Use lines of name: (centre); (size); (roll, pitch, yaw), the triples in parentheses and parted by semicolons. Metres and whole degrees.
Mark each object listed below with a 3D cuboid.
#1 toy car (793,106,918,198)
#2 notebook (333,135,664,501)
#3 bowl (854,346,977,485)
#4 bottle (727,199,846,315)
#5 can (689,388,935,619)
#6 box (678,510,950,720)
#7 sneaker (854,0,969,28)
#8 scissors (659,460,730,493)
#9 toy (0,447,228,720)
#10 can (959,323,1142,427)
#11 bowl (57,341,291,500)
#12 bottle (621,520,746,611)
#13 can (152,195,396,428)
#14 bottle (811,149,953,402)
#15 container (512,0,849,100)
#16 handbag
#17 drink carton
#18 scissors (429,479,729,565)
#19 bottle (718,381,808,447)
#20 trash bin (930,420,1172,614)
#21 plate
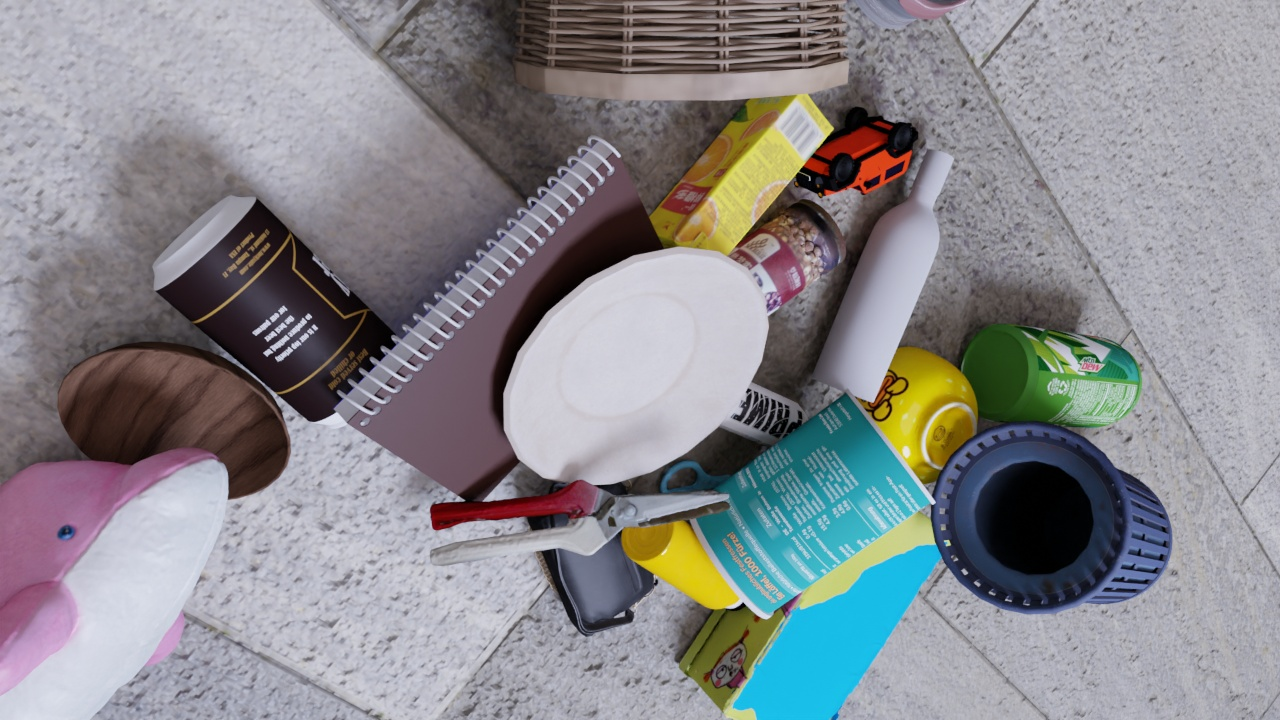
toy car: (0.154, -0.146, 0.667); (0.100, 0.051, 0.049); (-30, 133, -23)
notebook: (-0.068, -0.014, 0.566); (0.209, 0.022, 0.171); (-47, 151, -8)
bowl: (0.231, 0.052, 0.755); (0.117, 0.068, 0.117); (-7, 107, -25)
bottle: (0.090, -0.065, 0.658); (0.105, 0.056, 0.056); (-36, 117, -13)
can: (0.121, 0.103, 0.660); (0.144, 0.099, 0.099); (-37, 119, 9)
box: (0.144, 0.198, 0.752); (0.124, 0.079, 0.221); (33, 91, -31)
sneaker: (0.146, -0.315, 0.594); (0.236, 0.089, 0.099); (37, 86, -30)
scissors: (0.065, 0.098, 0.721); (0.139, 0.015, 0.118); (-50, 121, -13)
toy: (-0.329, 0.144, 0.477); (0.128, 0.187, 0.265); (32, 77, 7)
can: (0.357, 0.015, 0.798); (0.144, 0.083, 0.083); (5, 102, -28)
bowl: (-0.252, 0.028, 0.510); (0.119, 0.032, 0.119); (0, 132, -1)
bottle: (0.040, 0.152, 0.679); (0.043, 0.043, 0.143); (-51, 136, -5)
can: (-0.200, -0.026, 0.516); (0.072, 0.072, 0.128); (-45, 119, -8)
bottle: (0.194, -0.067, 0.711); (0.052, 0.052, 0.195); (19, 95, -29)
container: (0.023, -0.251, 0.485); (0.226, 0.227, 0.196); (-11, 116, -23)
handbag: (-0.030, 0.138, 0.659); (0.079, 0.054, 0.128); (-27, 112, -22)
drink carton: (0.065, -0.122, 0.627); (0.134, 0.058, 0.043); (-50, 120, -4)
scissors: (-0.041, 0.098, 0.604); (0.188, 0.015, 0.140); (-37, 79, -14)
bottle: (0.094, 0.043, 0.700); (0.116, 0.041, 0.041); (24, 93, -30)
trash bin: (0.354, 0.138, 0.765); (0.249, 0.139, 0.139); (19, 96, -51)
plate: (-0.004, 0.004, 0.597); (0.188, 0.027, 0.189); (-18, 134, -20)
